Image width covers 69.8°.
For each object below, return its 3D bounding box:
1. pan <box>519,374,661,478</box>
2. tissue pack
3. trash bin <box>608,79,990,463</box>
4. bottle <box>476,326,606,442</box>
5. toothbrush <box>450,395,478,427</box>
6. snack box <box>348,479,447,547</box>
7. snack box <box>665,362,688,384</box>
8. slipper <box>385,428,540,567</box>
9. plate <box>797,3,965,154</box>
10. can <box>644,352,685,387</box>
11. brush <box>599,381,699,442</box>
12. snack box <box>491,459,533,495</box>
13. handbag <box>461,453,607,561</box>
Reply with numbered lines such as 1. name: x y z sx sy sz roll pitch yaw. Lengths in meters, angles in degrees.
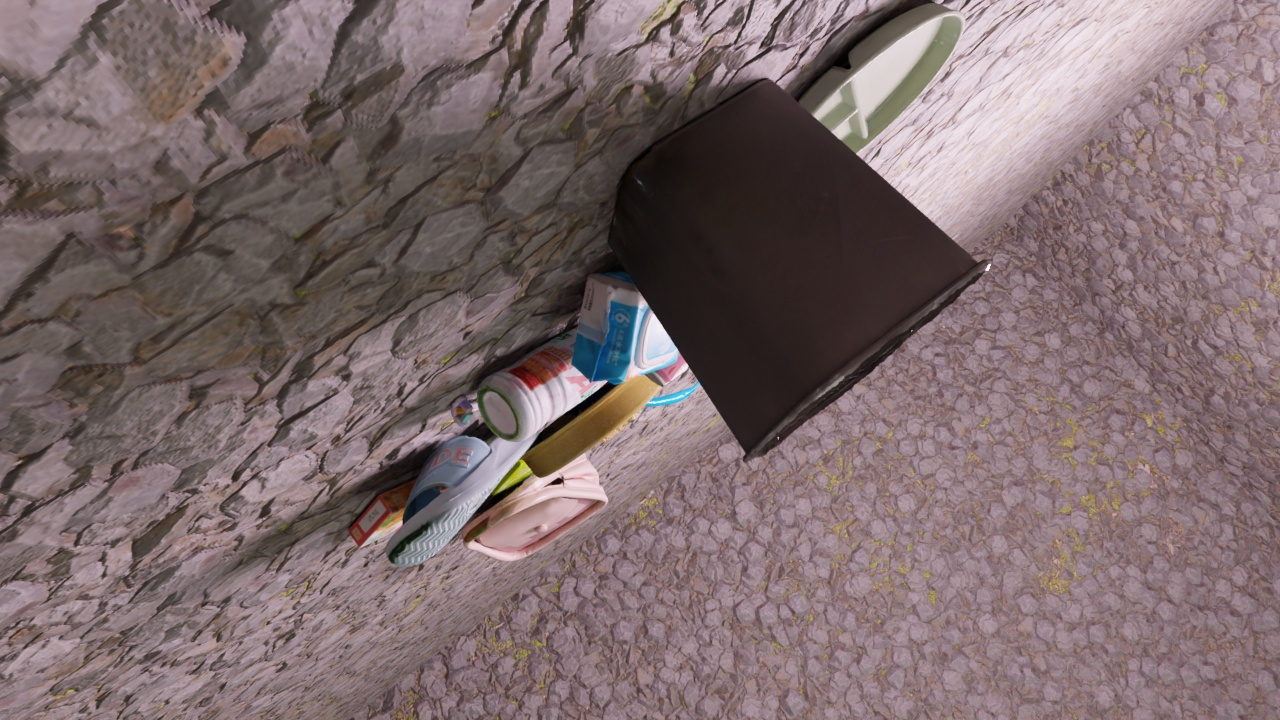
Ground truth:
1. pan: -0.006 0.006 1.081 0.358 0.078 0.197 -37 -176 9
2. tissue pack: -0.005 -0.033 0.839 0.139 0.063 0.090 -17 122 -61
3. trash bin: 0.103 -0.071 0.716 0.198 0.219 0.199 -35 168 -18
4. bottle: -0.067 0.007 0.892 0.196 0.068 0.068 -34 169 -41
5. toothbrush: -0.130 0.037 0.929 0.021 0.029 0.188 1 -173 23
6. snack box: -0.240 0.151 1.013 0.077 0.027 0.155 -43 168 33
7. snack box: 0.041 -0.001 1.292 0.084 0.027 0.157 -34 167 -19
8. slipper: -0.183 0.115 0.950 0.104 0.074 0.244 -47 -179 34
9. plate: 0.198 -0.236 0.844 0.230 0.027 0.230 -37 169 -8
10. can: 0.050 -0.044 0.989 0.147 0.058 0.058 -50 170 -7
11. brush: 0.013 0.069 1.405 0.254 0.046 0.083 -16 152 -48
12. snack box: -0.133 0.124 1.241 0.156 0.026 0.086 -26 164 -48
13. handbag: -0.168 0.214 1.304 0.193 0.093 0.234 -34 166 13
